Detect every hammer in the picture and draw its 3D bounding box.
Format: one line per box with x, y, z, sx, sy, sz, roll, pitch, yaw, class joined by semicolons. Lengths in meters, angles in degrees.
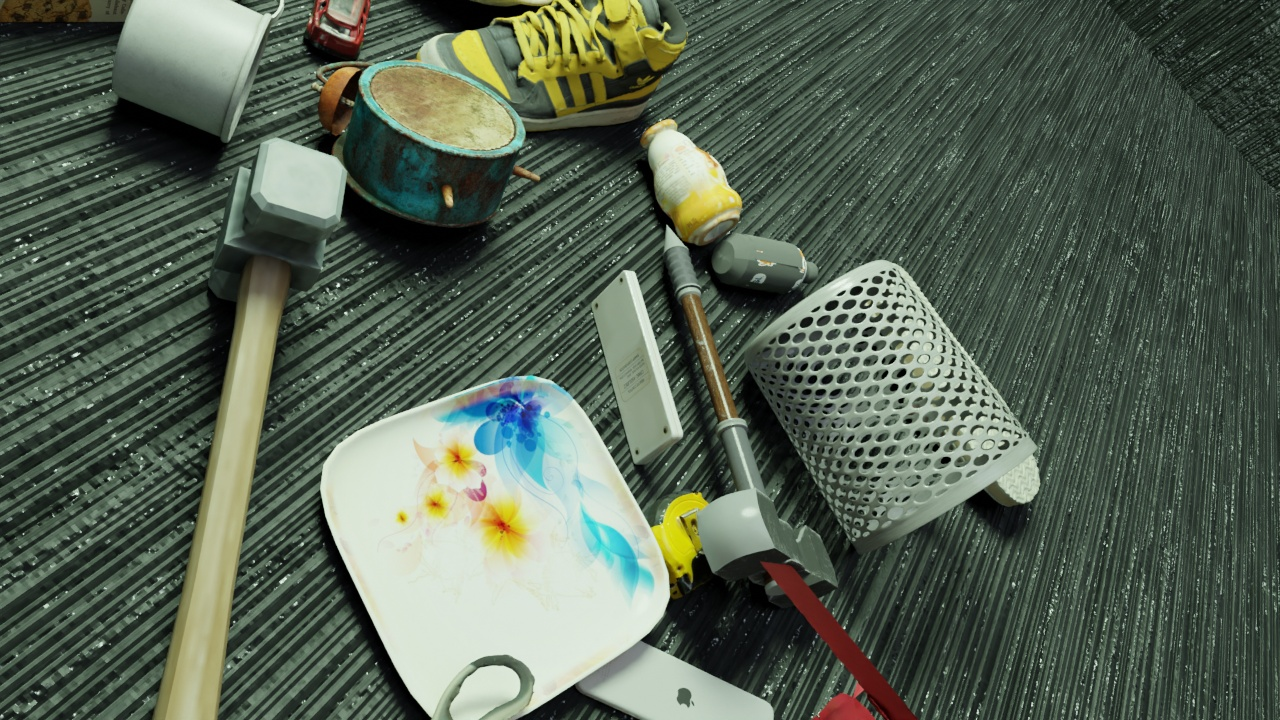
-0.204;0.048;0.458;0.051;0.118;0.322;15;62;-30;hammer
0.058;0.019;0.689;0.156;0.043;0.321;39;30;-52;hammer

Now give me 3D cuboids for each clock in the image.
-0.159;-0.157;0.641;0.157;0.073;0.121;41;37;14;clock

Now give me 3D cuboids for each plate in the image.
-0.083;0.107;0.552;0.186;0.016;0.187;-21;76;-39;plate

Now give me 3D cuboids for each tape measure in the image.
0.030;0.121;0.624;0.065;0.037;0.064;-21;76;-44;tape measure

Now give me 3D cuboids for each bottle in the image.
0.041;-0.156;0.801;0.063;0.063;0.109;-22;77;-44;bottle
0.115;-0.085;0.823;0.112;0.047;0.047;4;60;-36;bottle

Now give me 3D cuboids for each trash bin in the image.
0.188;0.033;0.727;0.156;0.157;0.183;-20;73;-44;trash bin

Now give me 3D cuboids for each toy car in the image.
-0.224;-0.265;0.689;0.042;0.036;0.091;18;46;-27;toy car

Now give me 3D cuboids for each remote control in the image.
-0.004;0.004;0.667;0.011;0.050;0.135;2;61;-37;remote control
0.024;0.213;0.579;0.146;0.008;0.045;31;47;-17;remote control

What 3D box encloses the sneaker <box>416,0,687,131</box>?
-0.057;-0.260;0.753;0.237;0.122;0.086;-15;70;-44;sneaker

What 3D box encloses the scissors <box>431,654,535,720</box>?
-0.109;0.220;0.457;0.170;0.013;0.157;-37;93;-34;scissors

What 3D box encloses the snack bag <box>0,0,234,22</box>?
-0.343;-0.274;0.575;0.205;0.070;0.094;-21;76;-44;snack bag

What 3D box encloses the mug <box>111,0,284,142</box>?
-0.270;-0.199;0.567;0.070;0.084;0.113;20;67;-24;mug

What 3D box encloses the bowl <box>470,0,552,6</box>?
-0.150;-0.376;0.802;0.188;0.060;0.219;-9;67;-41;bowl

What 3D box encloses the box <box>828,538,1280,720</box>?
0.067;0.246;0.324;0.211;0.379;0.123;51;33;-2;box

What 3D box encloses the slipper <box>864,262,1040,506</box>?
0.289;0.025;0.882;0.114;0.052;0.263;-31;87;-48;slipper
